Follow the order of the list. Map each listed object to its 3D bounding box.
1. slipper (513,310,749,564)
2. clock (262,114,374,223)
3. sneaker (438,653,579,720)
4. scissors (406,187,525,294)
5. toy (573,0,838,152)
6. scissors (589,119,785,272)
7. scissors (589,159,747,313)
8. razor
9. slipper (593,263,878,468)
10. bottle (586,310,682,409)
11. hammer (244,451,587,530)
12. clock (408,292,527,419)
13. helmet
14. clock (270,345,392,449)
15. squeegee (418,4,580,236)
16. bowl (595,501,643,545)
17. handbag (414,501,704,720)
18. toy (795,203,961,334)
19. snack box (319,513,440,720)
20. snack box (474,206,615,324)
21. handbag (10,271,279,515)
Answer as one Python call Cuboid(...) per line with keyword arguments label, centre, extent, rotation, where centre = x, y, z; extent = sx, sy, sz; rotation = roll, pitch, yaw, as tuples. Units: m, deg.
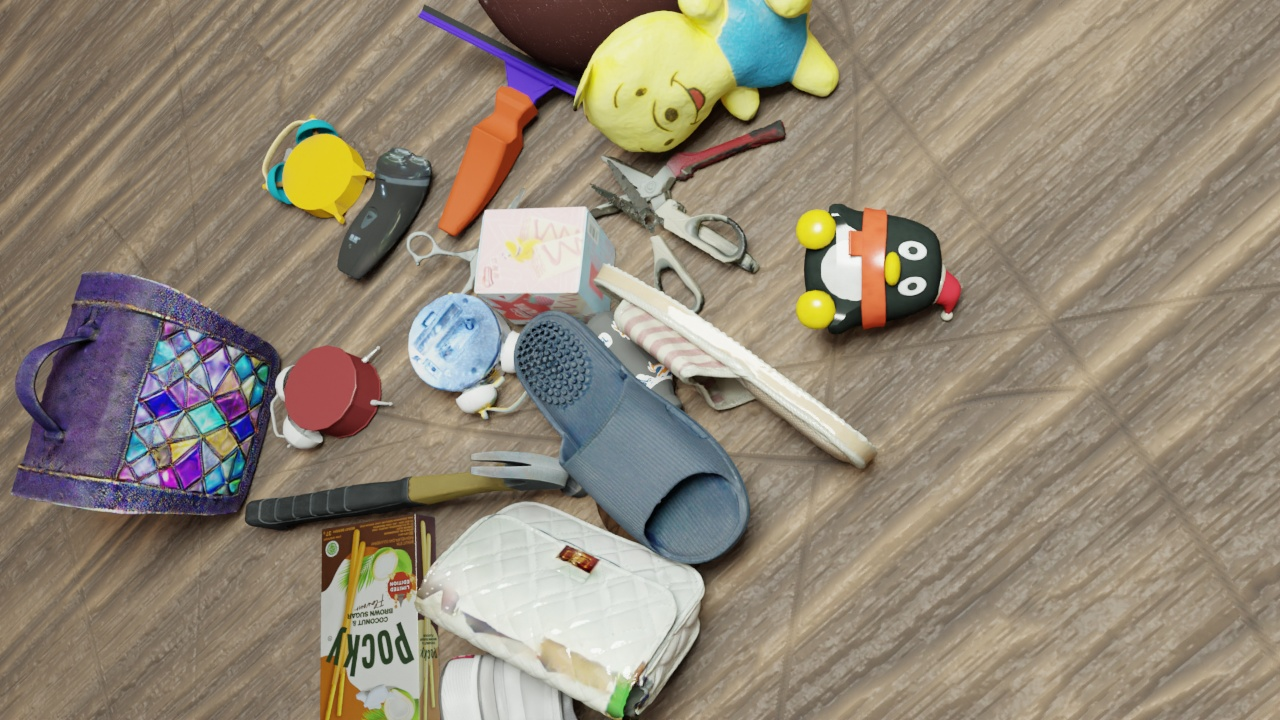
Cuboid(label="slipper", centre=(-0.030, 0.055, 0.714), extent=(0.263, 0.082, 0.101), rotation=(46, 107, 28))
Cuboid(label="clock", centre=(-0.346, -0.203, 0.978), extent=(0.130, 0.043, 0.099), rotation=(33, 89, 19))
Cuboid(label="sneaker", centre=(-0.057, 0.337, 0.692), extent=(0.128, 0.097, 0.263), rotation=(-19, 77, -9))
Cuboid(label="scissors", centre=(-0.154, -0.087, 0.875), extent=(0.141, 0.014, 0.165), rotation=(5, 94, 2))
Cuboid(label="toy", centre=(0.049, -0.249, 0.771), extent=(0.214, 0.149, 0.084), rotation=(-24, 58, 9))
Cuboid(label="scissors", centre=(0.048, -0.144, 0.819), extent=(0.200, 0.015, 0.179), rotation=(-26, 67, 14))
Cuboid(label="scissors", centre=(0.025, -0.117, 0.805), extent=(0.154, 0.012, 0.163), rotation=(-13, 83, 27))
Cuboid(label="razor", centre=(-0.260, -0.147, 0.914), extent=(0.053, 0.063, 0.140), rotation=(28, 86, 27))
Cuboid(label="slipper", centre=(0.063, 0.010, 0.718), extent=(0.263, 0.115, 0.052), rotation=(35, 90, 20))
Cuboid(label="bottle", centre=(-0.005, 0.005, 0.781), extent=(0.047, 0.047, 0.112), rotation=(-44, 64, 5))
Cuboid(label="hammer", centre=(-0.215, 0.118, 0.807), extent=(0.334, 0.118, 0.025), rotation=(-11, 69, 24))
Cuboid(label="clock", centre=(-0.151, -0.004, 0.835), extent=(0.125, 0.052, 0.089), rotation=(42, 93, 16))
Cuboid(label="helmet", centre=(-0.031, -0.378, 0.820), extent=(0.234, 0.253, 0.233), rotation=(-4, 81, 31))
Cuboid(label="clock", centre=(-0.307, 0.035, 0.893), extent=(0.125, 0.044, 0.087), rotation=(-24, 68, 14))
Cuboid(label="squeegee", centre=(-0.143, -0.205, 0.889), extent=(0.249, 0.055, 0.185), rotation=(28, 89, 7))
Cuboid(label="bowl", centre=(0.011, 0.100, 0.755), extent=(0.119, 0.032, 0.119), rotation=(-6, 73, 20))
Cuboid(label="handbag", centre=(-0.057, 0.180, 0.697), extent=(0.195, 0.138, 0.073), rotation=(17, 123, 25))
Cuboid(label="toy", centre=(0.183, -0.070, 0.701), extent=(0.119, 0.099, 0.097), rotation=(1, 97, 16))
Cuboid(label="snack box", centre=(-0.232, 0.237, 0.813), extent=(0.101, 0.031, 0.185), rotation=(-12, 71, 18))
Cuboid(label="snack box", centre=(-0.081, -0.080, 0.804), extent=(0.095, 0.093, 0.079), rotation=(2, 76, 14))
Cuboid(label="handbag", centre=(-0.468, 0.038, 0.857), extent=(0.126, 0.222, 0.204), rotation=(5, 76, 23))
